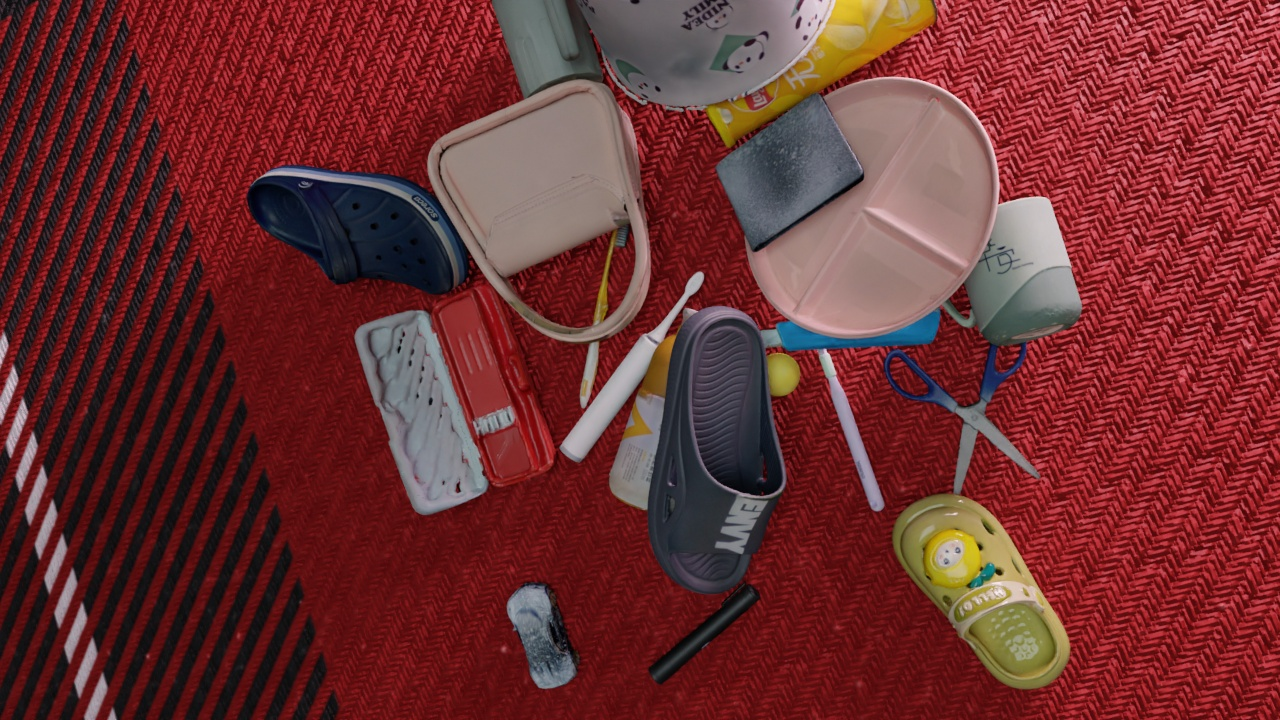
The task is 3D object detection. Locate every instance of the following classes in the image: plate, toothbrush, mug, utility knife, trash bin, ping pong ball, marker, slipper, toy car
[{"bbox_3d":[0.196,-0.131,0.798,0.230,0.028,0.229,-7,79,36],"label":"plate"},{"bbox_3d":[0.186,0.048,0.844,0.029,0.021,0.189,-24,84,41],"label":"toothbrush"},{"bbox_3d":[-0.084,-0.308,0.859,0.083,0.124,0.103,-17,88,-11],"label":"mug"},{"bbox_3d":[0.173,-0.026,0.829,0.191,0.018,0.034,-4,86,7],"label":"utility knife"},{"bbox_3d":[0.020,-0.369,0.733,0.230,0.252,0.229,-9,66,21],"label":"trash bin"},{"bbox_3d":[-0.005,0.005,0.888,0.027,0.026,0.221,36,98,0],"label":"toothbrush"},{"bbox_3d":[0.127,0.013,0.848,0.040,0.040,0.040,0,90,14],"label":"ping pong ball"},{"bbox_3d":[0.306,-0.068,0.782,0.112,0.082,0.106,-21,76,38],"label":"mug"},{"bbox_3d":[0.060,0.261,0.876,0.132,0.020,0.022,-44,91,10],"label":"marker"},{"bbox_3d":[0.072,0.089,0.804,0.110,0.083,0.268,-2,103,-23],"label":"slipper"},{"bbox_3d":[-0.036,-0.046,0.901,0.018,0.016,0.191,11,92,5],"label":"toothbrush"},{"bbox_3d":[0.299,0.201,0.788,0.092,0.081,0.190,-37,84,8],"label":"slipper"},{"bbox_3d":[-0.098,0.272,0.909,0.049,0.031,0.105,-23,84,12],"label":"toy car"},{"bbox_3d":[-0.292,-0.129,0.909,0.253,0.095,0.105,19,137,16],"label":"slipper"}]

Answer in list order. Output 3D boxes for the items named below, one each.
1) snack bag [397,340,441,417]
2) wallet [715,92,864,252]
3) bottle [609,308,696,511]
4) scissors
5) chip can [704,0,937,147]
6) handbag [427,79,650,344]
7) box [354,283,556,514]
[{"bbox_3d":[-0.230,0.028,0.943,0.045,0.026,0.105,-18,84,16],"label":"snack bag"},{"bbox_3d":[0.132,-0.168,0.825,0.121,0.019,0.097,-33,65,27],"label":"wallet"},{"bbox_3d":[0.028,0.046,0.858,0.068,0.068,0.189,20,95,13],"label":"bottle"},{"bbox_3d":[0.293,0.038,0.822,0.162,0.012,0.176,23,95,13],"label":"scissors"},{"bbox_3d":[0.153,-0.277,0.826,0.213,0.072,0.072,-29,83,11],"label":"chip can"},{"bbox_3d":[-0.077,-0.129,0.873,0.193,0.093,0.234,-22,87,14],"label":"handbag"},{"bbox_3d":[-0.182,0.037,0.916,0.161,0.060,0.201,-20,86,-3],"label":"box"}]
